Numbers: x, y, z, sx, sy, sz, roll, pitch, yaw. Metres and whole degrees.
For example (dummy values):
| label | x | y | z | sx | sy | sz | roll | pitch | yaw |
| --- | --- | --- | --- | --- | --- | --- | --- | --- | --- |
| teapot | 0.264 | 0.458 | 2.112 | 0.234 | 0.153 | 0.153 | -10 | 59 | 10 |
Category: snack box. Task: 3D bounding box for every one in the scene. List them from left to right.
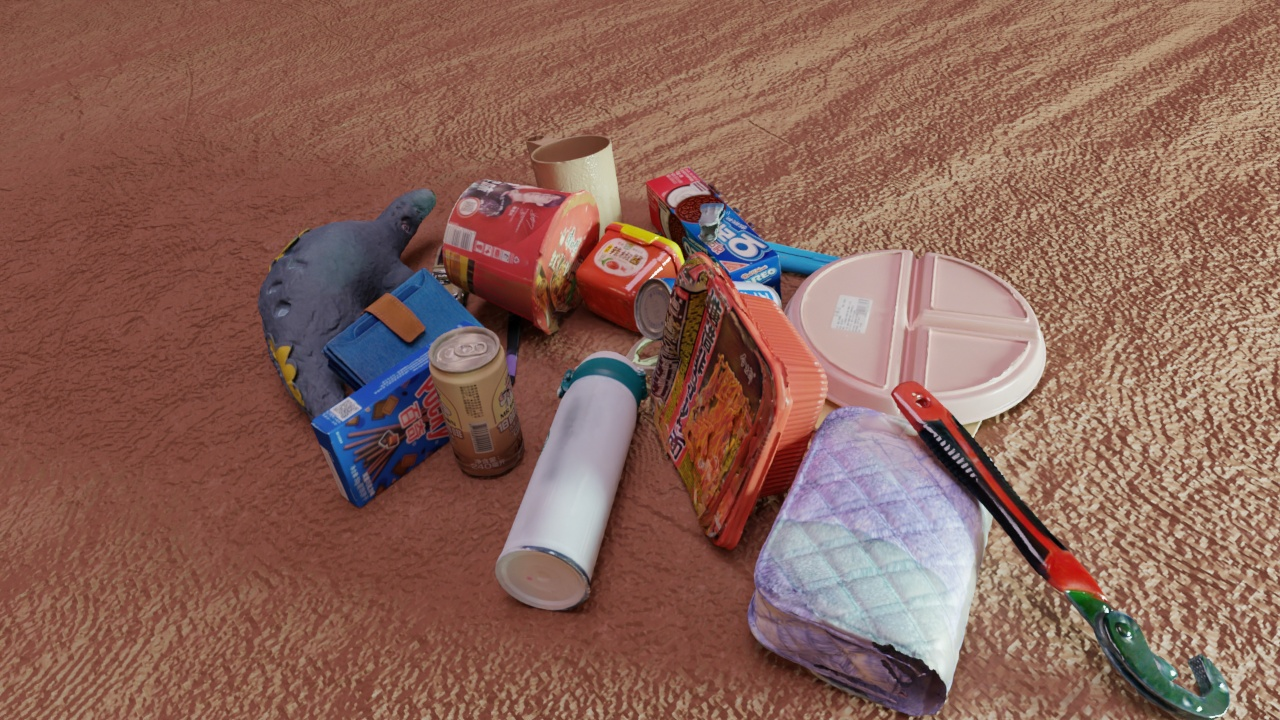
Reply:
| label | x | y | z | sx | sy | sz | roll | pitch | yaw |
| --- | --- | --- | --- | --- | --- | --- | --- | --- | --- |
| snack box | -0.187 | 0.042 | 0.754 | 0.026 | 0.085 | 0.156 | 26 | 49 | 32 |
| snack box | -0.009 | -0.077 | 0.887 | 0.091 | 0.082 | 0.080 | 25 | 62 | 33 |
| snack box | 0.073 | -0.127 | 0.947 | 0.058 | 0.057 | 0.207 | -21 | 42 | -13 |

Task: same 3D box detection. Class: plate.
| label | x | y | z | sx | sy | sz | roll | pitch | yaw |
| --- | --- | --- | --- | --- | --- | --- | --- | --- | --- |
| plate | 0.240 | -0.031 | 0.816 | 0.229 | 0.028 | 0.229 | -3 | 42 | 3 |

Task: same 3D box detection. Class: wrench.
| label | x | y | z | sx | sy | sz | roll | pitch | yaw |
| --- | --- | --- | --- | --- | --- | --- | --- | --- | --- |
| wrench | 0.260 | 0.116 | 0.595 | 0.056 | 0.016 | 0.273 | -24 | 63 | -34 |

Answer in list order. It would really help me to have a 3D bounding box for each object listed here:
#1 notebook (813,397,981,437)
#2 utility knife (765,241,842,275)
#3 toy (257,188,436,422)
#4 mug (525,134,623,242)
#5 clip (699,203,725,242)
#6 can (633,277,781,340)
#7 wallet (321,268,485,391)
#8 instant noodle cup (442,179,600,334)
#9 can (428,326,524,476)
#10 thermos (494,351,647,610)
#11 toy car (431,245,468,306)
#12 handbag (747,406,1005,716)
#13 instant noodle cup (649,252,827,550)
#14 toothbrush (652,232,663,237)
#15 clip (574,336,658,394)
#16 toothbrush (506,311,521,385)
| label | x | y | z | sx | sy | sz | roll | pitch | yaw |
| --- | --- | --- | --- | --- | --- | --- | --- | --- | --- |
| notebook | 0.234 | 0.010 | 0.801 | 0.148 | 0.008 | 0.207 | 20 | 46 | 27 |
| utility knife | 0.204 | -0.092 | 0.920 | 0.199 | 0.018 | 0.034 | 13 | 43 | 20 |
| toy | -0.289 | -0.064 | 0.889 | 0.138 | 0.092 | 0.355 | 14 | 46 | -5 |
| mug | -0.075 | -0.180 | 0.978 | 0.084 | 0.104 | 0.125 | -28 | 34 | -28 |
| clip | 0.068 | -0.139 | 0.904 | 0.025 | 0.031 | 0.057 | 2 | 39 | 12 |
| can | 0.062 | -0.045 | 0.813 | 0.134 | 0.053 | 0.053 | -1 | 31 | -38 |
| wallet | -0.202 | -0.011 | 0.821 | 0.106 | 0.040 | 0.132 | 46 | 49 | -5 |
| instant noodle cup | -0.115 | -0.109 | 0.876 | 0.109 | 0.138 | 0.137 | 19 | 45 | 16 |
| can | -0.129 | 0.034 | 0.731 | 0.058 | 0.116 | 0.058 | -4 | 40 | 3 |
| thermos | -0.048 | 0.079 | 0.707 | 0.073 | 0.073 | 0.223 | 4 | 40 | 11 |
| toy car | -0.198 | -0.085 | 0.947 | 0.042 | 0.035 | 0.090 | -4 | 42 | 3 |
| handbag | 0.160 | 0.126 | 0.621 | 0.134 | 0.076 | 0.193 | 19 | 47 | 19 |
| instant noodle cup | 0.073 | 0.028 | 0.693 | 0.079 | 0.165 | 0.188 | 0 | 38 | -20 |
| toothbrush | -0.067 | -0.118 | 0.985 | 0.189 | 0.018 | 0.014 | -7 | 30 | 1 |
| clip | -0.003 | 0.000 | 0.824 | 0.103 | 0.035 | 0.092 | 3 | 44 | 23 |
| toothbrush | -0.124 | -0.041 | 0.900 | 0.014 | 0.017 | 0.188 | -4 | 41 | 0 |
